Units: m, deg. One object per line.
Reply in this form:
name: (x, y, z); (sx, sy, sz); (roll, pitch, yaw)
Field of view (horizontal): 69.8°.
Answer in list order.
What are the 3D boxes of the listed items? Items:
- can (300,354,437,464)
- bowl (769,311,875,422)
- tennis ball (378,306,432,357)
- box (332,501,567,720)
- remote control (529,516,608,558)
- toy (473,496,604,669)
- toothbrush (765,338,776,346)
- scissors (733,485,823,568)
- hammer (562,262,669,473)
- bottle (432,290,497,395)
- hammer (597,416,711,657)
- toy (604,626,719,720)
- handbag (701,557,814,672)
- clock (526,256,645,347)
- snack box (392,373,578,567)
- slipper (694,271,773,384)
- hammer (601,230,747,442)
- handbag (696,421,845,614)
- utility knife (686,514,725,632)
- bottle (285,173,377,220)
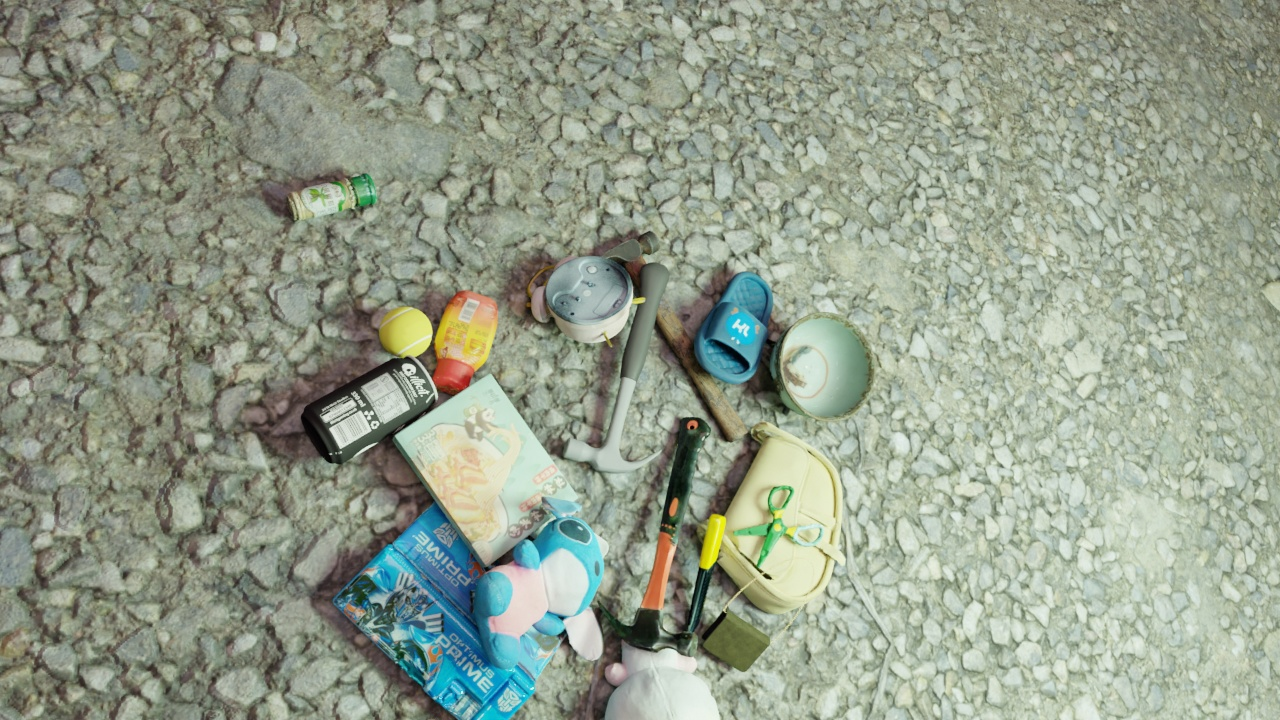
can: (-0.325, 0.058, 1.106); (0.145, 0.080, 0.080); (-33, 87, -29)
bowl: (0.253, 0.013, 1.353); (0.159, 0.094, 0.160); (2, 84, -20)
tennis ball: (-0.297, -0.035, 1.159); (0.065, 0.065, 0.065); (7, 70, -21)
box: (-0.213, 0.303, 1.083); (0.243, 0.060, 0.175); (45, 61, -4)
remote control: (-0.105, 0.221, 1.177); (0.133, 0.022, 0.050); (37, 64, -8)
toy: (-0.115, 0.275, 1.079); (0.190, 0.099, 0.224); (-31, 122, -43)
toothbrush: (0.212, -0.021, 1.401); (0.188, 0.014, 0.017); (20, 79, -16)
scissors: (0.188, 0.227, 1.219); (0.123, 0.012, 0.126); (27, 62, 7)
hammer: (-0.008, 0.007, 1.268); (0.125, 0.030, 0.310); (19, 72, -12)
bottle: (-0.231, -0.021, 1.192); (0.071, 0.049, 0.134); (19, 66, -15)
hammer: (0.040, 0.217, 1.209); (0.133, 0.033, 0.332); (3, 55, 22)
toy: (0.020, 0.409, 1.130); (0.138, 0.102, 0.179); (-8, 51, -10)
handbag: (0.160, 0.321, 1.192); (0.084, 0.027, 0.178); (35, 106, -8)
clock: (-0.084, -0.087, 1.253); (0.158, 0.059, 0.116); (23, 59, 18)
snack box: (-0.191, 0.134, 1.132); (0.141, 0.044, 0.193); (-35, 89, -23)
slipper: (0.149, -0.051, 1.336); (0.104, 0.059, 0.213); (37, 51, -12)
hammer: (0.050, -0.025, 1.326); (0.119, 0.033, 0.330); (-29, 86, -24)
handbag: (0.195, 0.217, 1.271); (0.191, 0.089, 0.232); (34, 63, -5)
utility knife: (0.082, 0.288, 1.207); (0.028, 0.020, 0.174); (15, 87, -61)
bottle: (-0.400, -0.211, 1.190); (0.109, 0.043, 0.042); (-20, 81, -26)
